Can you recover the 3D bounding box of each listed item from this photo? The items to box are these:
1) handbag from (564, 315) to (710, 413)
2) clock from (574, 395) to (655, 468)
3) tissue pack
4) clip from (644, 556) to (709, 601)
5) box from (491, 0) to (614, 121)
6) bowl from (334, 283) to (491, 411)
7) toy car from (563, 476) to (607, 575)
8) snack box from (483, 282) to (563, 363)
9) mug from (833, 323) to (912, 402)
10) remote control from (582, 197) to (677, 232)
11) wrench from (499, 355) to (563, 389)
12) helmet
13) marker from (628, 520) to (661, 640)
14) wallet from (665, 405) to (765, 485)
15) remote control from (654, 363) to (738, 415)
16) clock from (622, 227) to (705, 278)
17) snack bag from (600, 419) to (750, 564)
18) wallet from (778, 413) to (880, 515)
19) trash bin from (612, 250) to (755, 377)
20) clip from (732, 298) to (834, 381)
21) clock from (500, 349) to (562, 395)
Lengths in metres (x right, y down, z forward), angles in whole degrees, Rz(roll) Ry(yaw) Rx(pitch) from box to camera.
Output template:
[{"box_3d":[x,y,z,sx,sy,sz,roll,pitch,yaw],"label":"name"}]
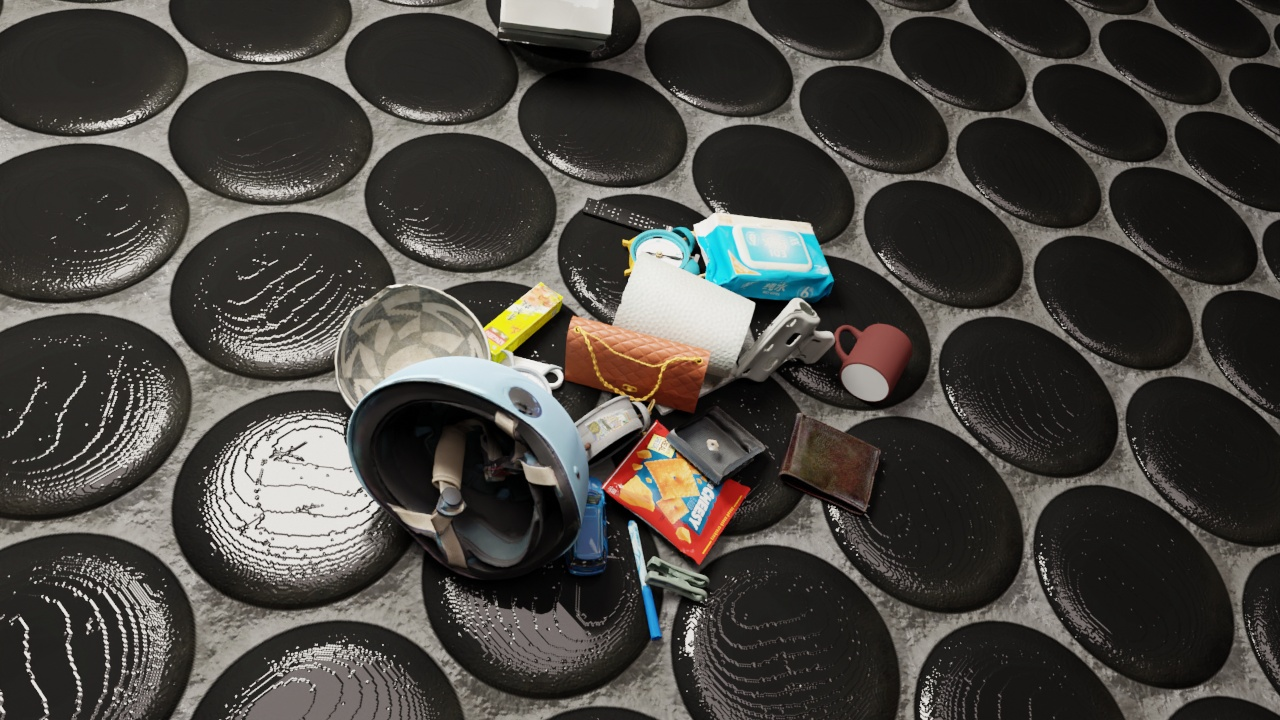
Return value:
[{"box_3d":[-0.007,0.007,1.140,0.172,0.109,0.060,14,58,3],"label":"handbag"},{"box_3d":[-0.037,0.081,1.102,0.147,0.104,0.056,-26,76,-33],"label":"clock"},{"box_3d":[0.172,-0.145,1.304,0.209,0.066,0.117,1,60,-27],"label":"tissue pack"},{"box_3d":[0.042,0.250,1.045,0.076,0.023,0.045,23,49,-9],"label":"clip"},{"box_3d":[-0.145,-0.533,1.471,0.167,0.381,0.171,4,72,-11],"label":"box"},{"box_3d":[-0.272,0.006,1.099,0.178,0.081,0.178,2,79,-11],"label":"bowl"},{"box_3d":[-0.062,0.187,1.056,0.056,0.044,0.120,1,54,-10],"label":"toy car"},{"box_3d":[-0.159,-0.047,1.190,0.040,0.029,0.147,34,47,12],"label":"snack box"},{"box_3d":[0.309,-0.006,1.255,0.106,0.073,0.082,35,55,6],"label":"mug"},{"box_3d":[-0.016,-0.209,1.358,0.140,0.009,0.030,17,54,-1],"label":"remote control"},{"box_3d":[-0.231,-0.011,1.168,0.273,0.018,0.066,16,54,-4],"label":"wrench"},{"box_3d":[-0.177,0.099,0.985,0.265,0.226,0.166,43,26,-19],"label":"helmet"},{"box_3d":[0.003,0.249,1.049,0.013,0.013,0.141,-4,57,-16],"label":"marker"},{"box_3d":[0.092,0.105,1.139,0.089,0.026,0.114,42,32,18],"label":"wallet"},{"box_3d":[0.070,0.026,1.217,0.135,0.011,0.050,-25,65,-27],"label":"remote control"},{"box_3d":[0.040,-0.148,1.311,0.129,0.044,0.099,-1,56,-6],"label":"clock"},{"box_3d":[0.043,0.156,1.103,0.144,0.039,0.130,37,51,7],"label":"snack bag"},{"box_3d":[0.242,0.133,1.176,0.120,0.031,0.099,24,57,0],"label":"wallet"},{"box_3d":[0.055,-0.053,1.190,0.161,0.134,0.133,20,54,1],"label":"trash bin"},{"box_3d":[0.193,-0.029,1.225,0.143,0.125,0.075,-13,61,-50],"label":"clip"},{"box_3d":[-0.151,0.056,1.119,0.094,0.043,0.119,18,63,-2],"label":"clock"}]
